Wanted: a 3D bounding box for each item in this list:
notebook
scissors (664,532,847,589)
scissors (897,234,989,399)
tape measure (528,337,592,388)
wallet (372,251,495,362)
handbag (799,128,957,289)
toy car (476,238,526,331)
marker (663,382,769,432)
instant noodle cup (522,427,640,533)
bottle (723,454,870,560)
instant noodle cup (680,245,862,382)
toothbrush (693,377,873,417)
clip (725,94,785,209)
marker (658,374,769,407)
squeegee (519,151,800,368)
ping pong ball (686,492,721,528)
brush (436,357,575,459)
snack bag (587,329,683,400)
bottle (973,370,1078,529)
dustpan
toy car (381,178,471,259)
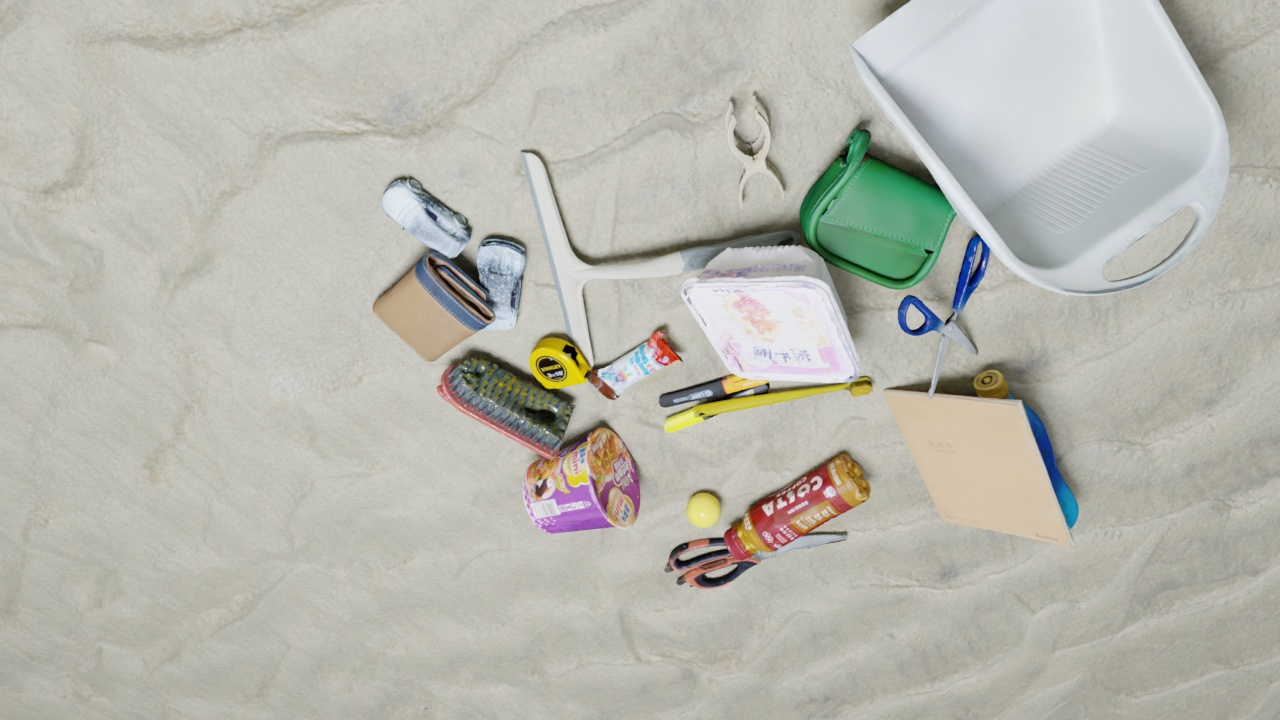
[{"bbox_3d":[0.357,0.113,0.972,0.150,0.012,0.211,4,136,47],"label":"notebook"},{"bbox_3d":[0.146,0.244,1.122,0.210,0.015,0.177,17,123,-8],"label":"scissors"},{"bbox_3d":[0.295,-0.040,0.881,0.162,0.012,0.176,-2,114,-41],"label":"scissors"},{"bbox_3d":[-0.086,0.002,0.956,0.060,0.028,0.057,-12,124,34],"label":"tape measure"},{"bbox_3d":[-0.205,-0.050,0.908,0.090,0.033,0.116,44,134,-17],"label":"wallet"},{"bbox_3d":[0.217,-0.135,0.830,0.131,0.067,0.120,23,115,-11],"label":"handbag"},{"bbox_3d":[-0.142,-0.071,0.909,0.049,0.031,0.106,11,126,-2],"label":"toy car"},{"bbox_3d":[0.082,0.050,0.992,0.124,0.015,0.018,-23,122,14],"label":"marker"},{"bbox_3d":[-0.068,0.140,1.013,0.099,0.111,0.111,-18,122,26],"label":"instant noodle cup"},{"bbox_3d":[0.174,0.172,1.044,0.175,0.057,0.057,-36,116,24],"label":"bottle"},{"bbox_3d":[0.130,-0.046,0.857,0.138,0.060,0.173,2,152,28],"label":"instant noodle cup"},{"bbox_3d":[0.150,0.041,0.969,0.190,0.016,0.016,-9,124,3],"label":"toothbrush"},{"bbox_3d":[0.102,-0.183,0.818,0.076,0.034,0.101,-10,128,9],"label":"clip"},{"bbox_3d":[0.078,0.031,0.978,0.124,0.015,0.018,-15,117,16],"label":"marker"},{"bbox_3d":[0.030,-0.095,0.879,0.247,0.039,0.247,-7,124,7],"label":"squeegee"},{"bbox_3d":[0.073,0.173,1.061,0.040,0.040,0.040,1,125,2],"label":"ping pong ball"},{"bbox_3d":[-0.147,0.050,0.977,0.145,0.063,0.069,29,142,-15],"label":"brush"},{"bbox_3d":[-0.006,0.006,0.958,0.105,0.026,0.045,-31,123,24],"label":"snack bag"},{"bbox_3d":[0.406,0.098,0.976,0.065,0.065,0.219,-24,120,18],"label":"bottle"},{"bbox_3d":[0.331,-0.187,0.710,0.223,0.142,0.258,-36,123,2],"label":"dustpan"},{"bbox_3d":[-0.204,-0.132,0.870,0.090,0.034,0.043,39,121,-20],"label":"toy car"}]
